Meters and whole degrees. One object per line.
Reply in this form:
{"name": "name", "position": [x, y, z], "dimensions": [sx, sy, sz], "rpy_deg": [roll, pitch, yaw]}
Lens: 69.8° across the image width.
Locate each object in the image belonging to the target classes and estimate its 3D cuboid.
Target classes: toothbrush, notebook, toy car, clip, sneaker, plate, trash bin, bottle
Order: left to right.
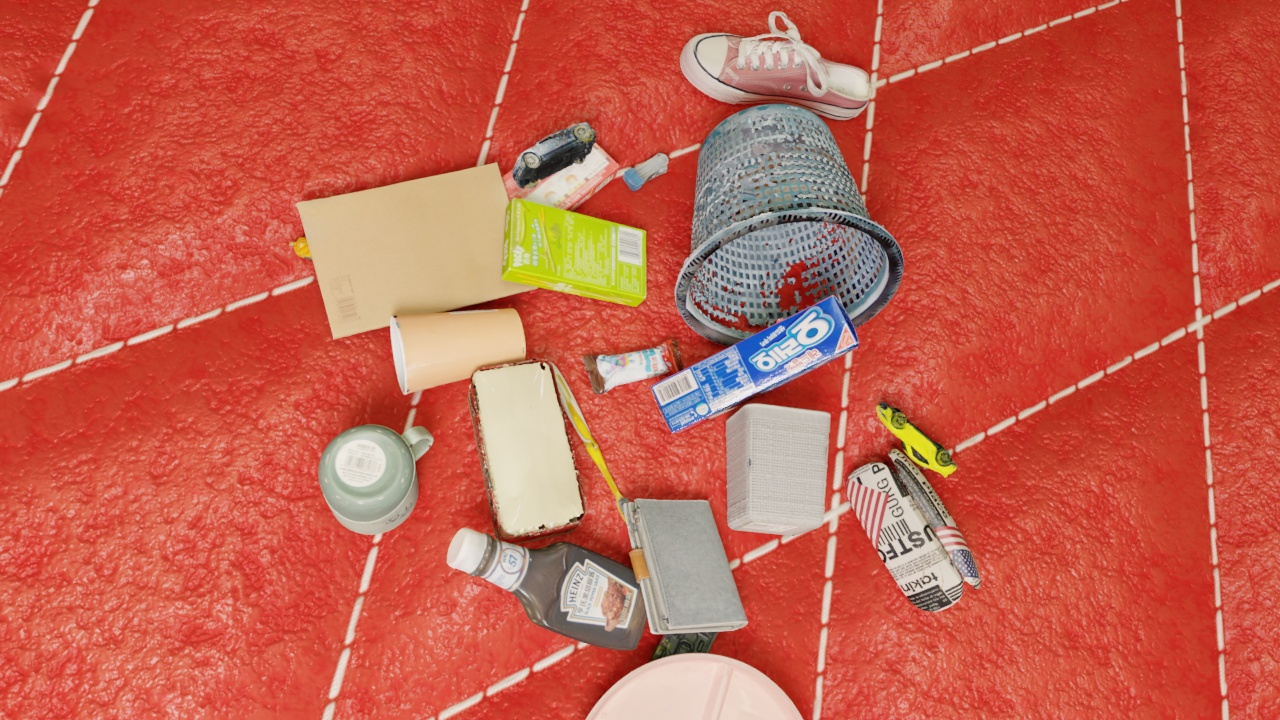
{"name": "notebook", "position": [-0.228, -0.116, 0.943], "dimensions": [0.211, 0.012, 0.149], "rpy_deg": [-16, 77, -15]}
{"name": "bottle", "position": [-0.080, 0.201, 0.829], "dimensions": [0.194, 0.044, 0.079], "rpy_deg": [28, 68, -24]}
{"name": "toy car", "position": [-0.094, -0.222, 0.986], "dimensions": [0.105, 0.049, 0.031], "rpy_deg": [-33, 76, -20]}
{"name": "toothbrush", "position": [-0.051, 0.082, 0.928], "dimensions": [0.016, 0.018, 0.191], "rpy_deg": [-24, 76, -20]}
{"name": "clip", "position": [0.007, -0.217, 1.052], "dimensions": [0.057, 0.036, 0.025], "rpy_deg": [-35, 78, -17]}
{"name": "toy car", "position": [0.048, 0.260, 0.875], "dimensions": [0.049, 0.031, 0.106], "rpy_deg": [30, 63, 0]}
{"name": "plate", "position": [0.046, 0.377, 0.816], "dimensions": [0.229, 0.028, 0.229], "rpy_deg": [2, 80, -9]}
{"name": "trash bin", "position": [0.143, -0.149, 0.964], "dimensions": [0.226, 0.227, 0.194], "rpy_deg": [3, 56, -10]}
{"name": "sneaker", "position": [0.170, -0.354, 1.096], "dimensions": [0.241, 0.088, 0.118], "rpy_deg": [11, 68, -8]}
{"name": "toy car", "position": [0.292, 0.085, 0.984], "dimensions": [0.105, 0.048, 0.032], "rpy_deg": [42, 100, 5]}

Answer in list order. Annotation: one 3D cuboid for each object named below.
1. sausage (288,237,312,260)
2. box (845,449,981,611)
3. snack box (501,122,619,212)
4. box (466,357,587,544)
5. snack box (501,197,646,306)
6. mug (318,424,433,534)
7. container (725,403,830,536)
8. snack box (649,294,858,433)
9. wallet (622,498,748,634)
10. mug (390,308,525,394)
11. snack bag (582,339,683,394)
{"name": "sausage", "position": [-0.280, -0.096, 0.946], "dimensions": [0.165, 0.021, 0.021], "rpy_deg": [17, 68, -5]}
{"name": "box", "position": [0.289, 0.172, 0.953], "dimensions": [0.086, 0.076, 0.162], "rpy_deg": [-12, 67, -47]}
{"name": "snack box", "position": [-0.102, -0.192, 1.015], "dimensions": [0.075, 0.025, 0.152], "rpy_deg": [44, 68, 5]}
{"name": "box", "position": [-0.112, 0.086, 0.882], "dimensions": [0.091, 0.078, 0.168], "rpy_deg": [-10, 72, -15]}
{"name": "snack box", "position": [-0.068, -0.113, 0.970], "dimensions": [0.156, 0.026, 0.085], "rpy_deg": [10, 67, -25]}
{"name": "mug", "position": [-0.235, 0.099, 0.837], "dimensions": [0.111, 0.106, 0.082], "rpy_deg": [-41, 81, -22]}
{"name": "container", "position": [0.135, 0.112, 0.918], "dimensions": [0.090, 0.090, 0.114], "rpy_deg": [7, 72, -8]}
{"name": "snack box", "position": [0.115, 0.006, 0.917], "dimensions": [0.208, 0.058, 0.057], "rpy_deg": [-27, 80, 11]}
{"name": "wallet", "position": [0.037, 0.195, 0.870], "dimensions": [0.106, 0.037, 0.129], "rpy_deg": [7, 51, -32]}
{"name": "mug", "position": [-0.180, -0.015, 0.911], "dimensions": [0.122, 0.078, 0.078], "rpy_deg": [-10, 72, -20]}
{"name": "snack bag", "position": [-0.006, 0.006, 0.961], "dimensions": [0.105, 0.026, 0.045], "rpy_deg": [-12, 76, -13]}
